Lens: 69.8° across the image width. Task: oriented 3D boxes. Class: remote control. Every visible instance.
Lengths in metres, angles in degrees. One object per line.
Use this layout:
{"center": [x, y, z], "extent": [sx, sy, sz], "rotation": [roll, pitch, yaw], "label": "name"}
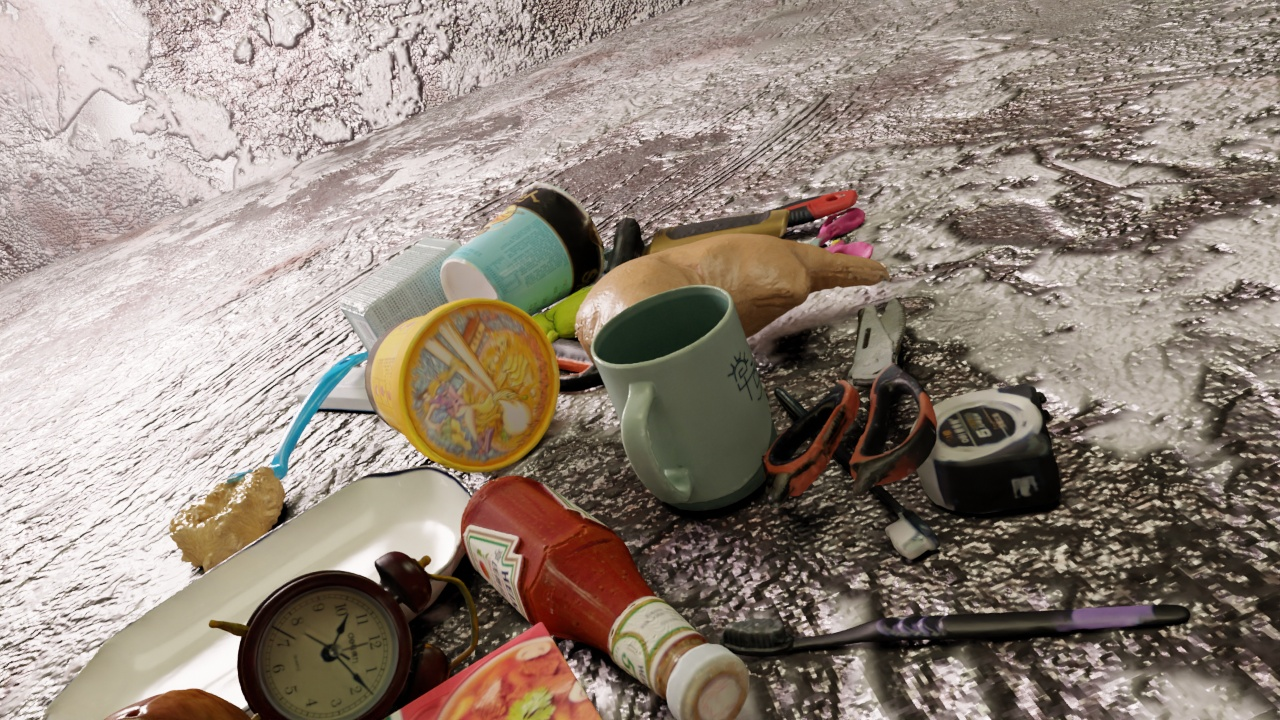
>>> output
{"center": [-0.259, 0.024, 0.837], "extent": [0.125, 0.024, 0.048], "rotation": [-1, 32, 38], "label": "remote control"}

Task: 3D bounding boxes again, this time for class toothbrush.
{"center": [0.108, 0.054, 0.503], "extent": [0.018, 0.015, 0.181], "rotation": [-32, 27, 0], "label": "toothbrush"}
{"center": [0.123, 0.110, 0.384], "extent": [0.189, 0.017, 0.014], "rotation": [-10, 28, 20], "label": "toothbrush"}

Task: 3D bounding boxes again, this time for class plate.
{"center": [-0.211, 0.154, 0.537], "extent": [0.265, 0.034, 0.162], "rotation": [-34, 29, -24], "label": "plate"}

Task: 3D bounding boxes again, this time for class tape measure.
{"center": [0.168, 0.044, 0.453], "extent": [0.066, 0.033, 0.065], "rotation": [-11, 26, 24], "label": "tape measure"}

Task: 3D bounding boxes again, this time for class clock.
{"center": [-0.140, 0.139, 0.448], "extent": [0.121, 0.082, 0.055], "rotation": [-10, -12, -23], "label": "clock"}

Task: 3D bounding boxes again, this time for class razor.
{"center": [0.048, -0.103, 0.794], "extent": [0.168, 0.068, 0.062], "rotation": [-9, 29, 20], "label": "razor"}

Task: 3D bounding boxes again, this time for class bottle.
{"center": [-0.025, 0.112, 0.445], "extent": [0.059, 0.060, 0.206], "rotation": [-33, 28, -22], "label": "bottle"}

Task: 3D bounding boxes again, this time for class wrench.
{"center": [0.066, -0.115, 0.848], "extent": [0.274, 0.016, 0.056], "rotation": [-11, 30, 29], "label": "wrench"}

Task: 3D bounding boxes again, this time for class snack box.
{"center": [-0.070, 0.172, 0.380], "extent": [0.113, 0.044, 0.127], "rotation": [-29, 26, -15], "label": "snack box"}

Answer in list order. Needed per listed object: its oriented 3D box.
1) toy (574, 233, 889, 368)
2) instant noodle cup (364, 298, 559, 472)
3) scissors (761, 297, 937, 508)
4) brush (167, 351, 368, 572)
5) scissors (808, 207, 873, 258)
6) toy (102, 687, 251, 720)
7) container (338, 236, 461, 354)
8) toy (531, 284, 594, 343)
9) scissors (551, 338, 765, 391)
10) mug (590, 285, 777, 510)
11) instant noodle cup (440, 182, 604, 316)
{"center": [0.062, -0.048, 0.642], "extent": [0.225, 0.082, 0.143], "rotation": [-22, 27, -22], "label": "toy"}
{"center": [-0.137, 0.015, 0.663], "extent": [0.118, 0.118, 0.115], "rotation": [-37, 22, -28], "label": "instant noodle cup"}
{"center": [0.118, 0.016, 0.520], "extent": [0.198, 0.015, 0.205], "rotation": [-34, 15, -10], "label": "scissors"}
{"center": [-0.286, 0.068, 0.736], "extent": [0.083, 0.046, 0.253], "rotation": [-13, 33, 25], "label": "brush"}
{"center": [0.146, -0.094, 0.761], "extent": [0.134, 0.017, 0.133], "rotation": [-40, 27, -25], "label": "scissors"}
{"center": [-0.227, 0.220, 0.351], "extent": [0.199, 0.140, 0.130], "rotation": [-25, 67, -2], "label": "toy"}
{"center": [-0.212, -0.049, 0.872], "extent": [0.111, 0.090, 0.090], "rotation": [-39, 30, -24], "label": "container"}
{"center": [-0.063, -0.036, 0.789], "extent": [0.100, 0.031, 0.096], "rotation": [-21, 22, 15], "label": "toy"}
{"center": [0.007, -0.004, 0.685], "extent": [0.221, 0.022, 0.227], "rotation": [-5, 30, 33], "label": "scissors"}
{"center": [0.024, 0.031, 0.506], "extent": [0.082, 0.106, 0.111], "rotation": [-6, 29, 27], "label": "mug"}
{"center": [-0.111, -0.085, 0.825], "extent": [0.111, 0.111, 0.120], "rotation": [5, 35, 44], "label": "instant noodle cup"}
